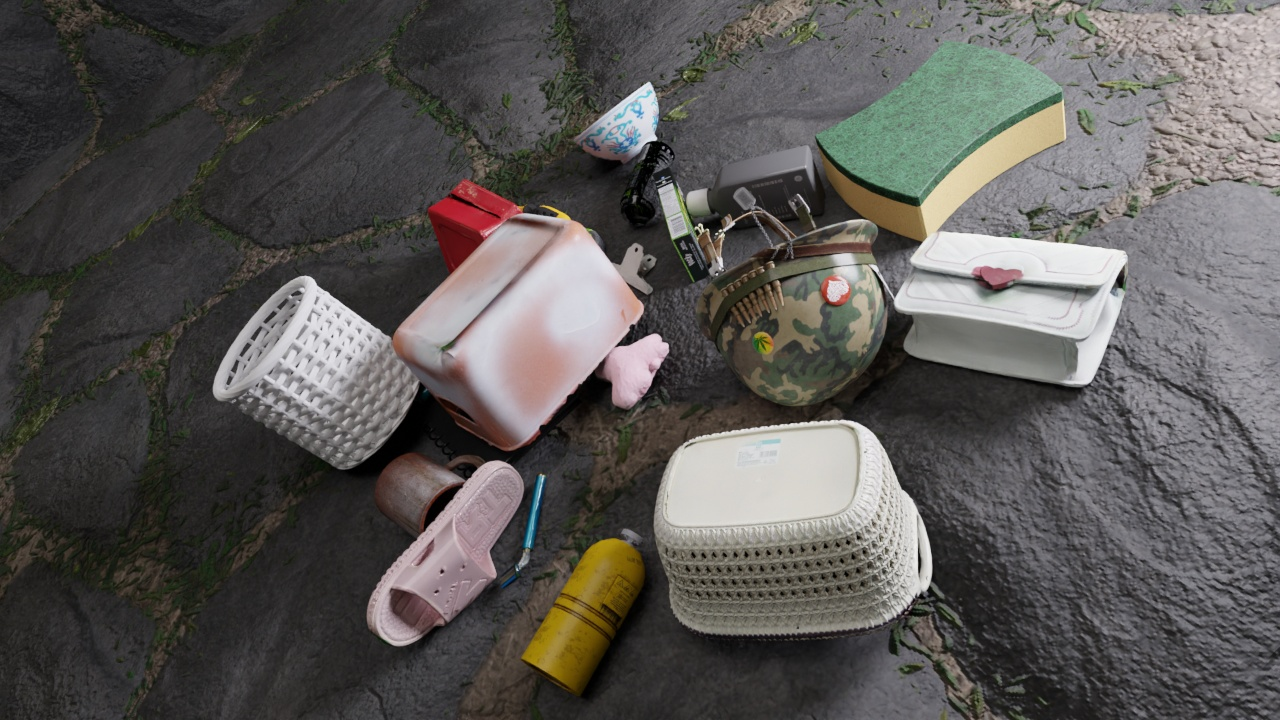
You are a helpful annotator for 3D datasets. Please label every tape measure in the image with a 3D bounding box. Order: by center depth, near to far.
[{"bbox_3d":[-0.084,-0.163,1.316,0.058,0.036,0.065,-43,45,-11],"label":"tape measure"}]

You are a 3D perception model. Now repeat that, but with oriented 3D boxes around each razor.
[{"bbox_3d":[-0.128,0.192,1.052,0.042,0.022,0.143,-43,26,45],"label":"razor"}]

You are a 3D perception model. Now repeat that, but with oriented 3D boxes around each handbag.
[{"bbox_3d":[0.378,-0.066,0.942,0.199,0.096,0.141,12,59,37],"label":"handbag"}]

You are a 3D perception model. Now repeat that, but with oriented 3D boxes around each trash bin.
[{"bbox_3d":[-0.155,-0.045,1.128,0.259,0.157,0.182,-49,37,-17],"label":"trash bin"}]

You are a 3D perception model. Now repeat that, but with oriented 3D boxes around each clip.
[{"bbox_3d":[-0.005,-0.129,1.259,0.102,0.040,0.054,35,94,42],"label":"clip"}]

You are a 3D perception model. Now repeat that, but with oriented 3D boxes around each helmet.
[{"bbox_3d":[0.162,-0.077,0.984,0.236,0.192,0.225,55,132,29],"label":"helmet"}]

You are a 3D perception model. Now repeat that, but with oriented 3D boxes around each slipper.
[{"bbox_3d":[-0.198,0.217,1.017,0.064,0.094,0.238,10,53,39],"label":"slipper"}]

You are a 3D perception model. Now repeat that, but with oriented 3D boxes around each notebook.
[{"bbox_3d":[-0.205,0.055,1.210,0.169,0.019,0.231,-43,46,-12],"label":"notebook"}]

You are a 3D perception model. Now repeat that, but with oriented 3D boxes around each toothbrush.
[{"bbox_3d":[-0.172,-0.232,1.430,0.030,0.031,0.197,-6,20,-42],"label":"toothbrush"}]

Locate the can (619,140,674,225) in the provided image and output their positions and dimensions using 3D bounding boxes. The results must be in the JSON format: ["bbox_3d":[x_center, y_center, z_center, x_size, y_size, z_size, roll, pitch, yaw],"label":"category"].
[{"bbox_3d":[0.010,-0.260,1.334,0.054,0.054,0.137,-1,53,28],"label":"can"}]

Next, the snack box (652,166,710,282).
[{"bbox_3d":[0.054,-0.183,1.227,0.025,0.080,0.147,-22,46,10],"label":"snack box"}]

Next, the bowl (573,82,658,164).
[{"bbox_3d":[-0.022,-0.349,1.397,0.144,0.074,0.143,-36,12,8],"label":"bowl"}]

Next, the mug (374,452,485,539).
[{"bbox_3d":[-0.241,0.156,1.095,0.110,0.096,0.122,25,59,36],"label":"mug"}]

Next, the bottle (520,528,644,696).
[{"bbox_3d":[-0.047,0.246,0.925,0.071,0.071,0.163,15,61,36],"label":"bottle"}]

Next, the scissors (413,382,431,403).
[{"bbox_3d":[-0.277,0.029,1.241,0.151,0.019,0.130,-6,43,32],"label":"scissors"}]

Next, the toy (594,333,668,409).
[{"bbox_3d":[-0.007,0.007,1.117,0.096,0.053,0.099,-41,38,3],"label":"toy"}]

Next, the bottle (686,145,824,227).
[{"bbox_3d":[0.146,-0.221,1.208,0.174,0.084,0.046,-8,50,24],"label":"bottle"}]

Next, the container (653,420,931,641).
[{"bbox_3d":[0.131,0.153,0.856,0.252,0.143,0.184,-8,36,22],"label":"container"}]

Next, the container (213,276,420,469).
[{"bbox_3d":[-0.420,0.019,1.205,0.190,0.187,0.189,-31,37,26],"label":"container"}]

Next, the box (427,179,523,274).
[{"bbox_3d":[-0.228,-0.174,1.339,0.117,0.136,0.157,-45,45,-15],"label":"box"}]

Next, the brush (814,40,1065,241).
[{"bbox_3d":[0.368,-0.277,1.141,0.250,0.075,0.195,-36,45,-4],"label":"brush"}]
